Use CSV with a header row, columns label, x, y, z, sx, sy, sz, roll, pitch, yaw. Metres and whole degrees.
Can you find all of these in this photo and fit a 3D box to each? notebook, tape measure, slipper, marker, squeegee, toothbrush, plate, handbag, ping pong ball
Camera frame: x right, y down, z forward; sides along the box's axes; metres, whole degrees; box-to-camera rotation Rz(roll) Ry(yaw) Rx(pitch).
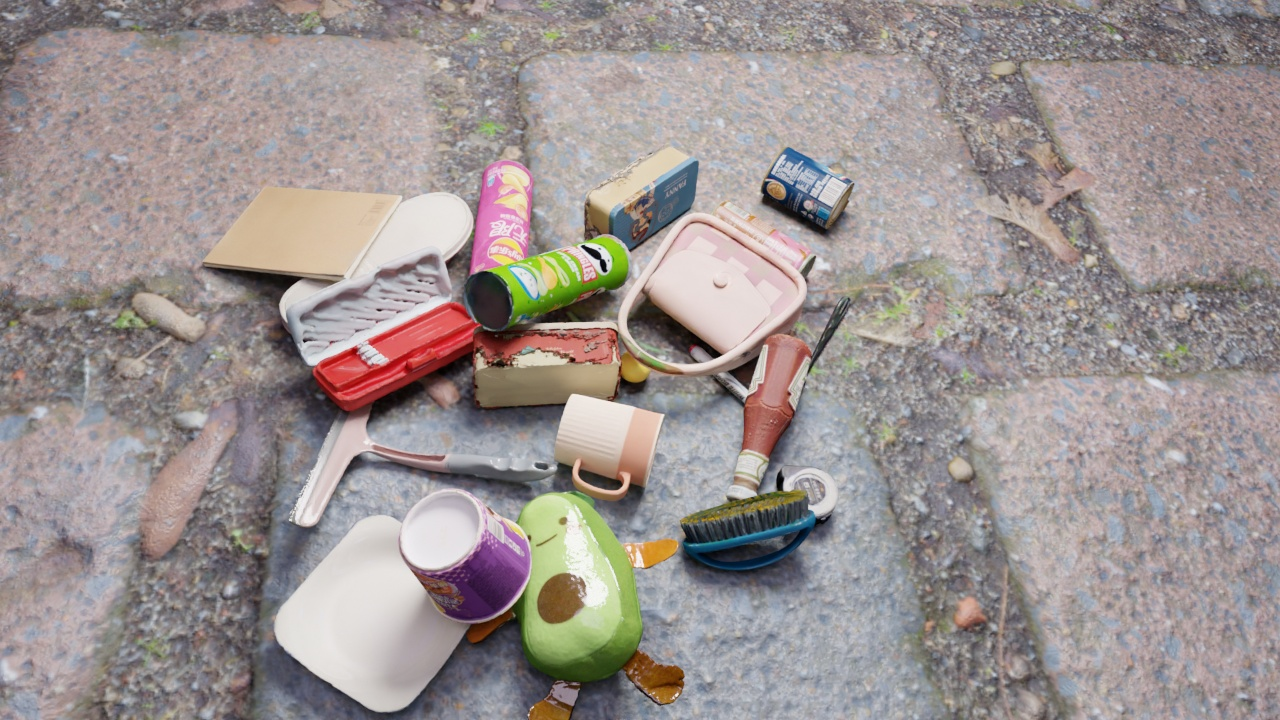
label,x,y,z,sx,sy,sz,roll,pitch,yaw
notebook,-0.418,-0.162,1.140,0.212,0.012,0.149,7,52,19
tape measure,0.187,0.153,1.030,0.066,0.034,0.065,5,57,-2
slipper,-0.317,-0.113,1.130,0.114,0.055,0.273,37,63,19
marker,0.113,0.031,1.115,0.017,0.017,0.145,-35,67,-28
squeegee,-0.215,0.107,1.000,0.249,0.040,0.247,9,42,-1
toothbrush,0.233,-0.025,1.173,0.016,0.018,0.180,26,54,14
plate,-0.252,0.249,0.901,0.163,0.034,0.163,30,56,13
handbag,0.071,-0.062,1.124,0.193,0.094,0.233,37,57,19
ping pong ball,-0.007,0.006,1.100,0.040,0.040,0.040,4,55,-6

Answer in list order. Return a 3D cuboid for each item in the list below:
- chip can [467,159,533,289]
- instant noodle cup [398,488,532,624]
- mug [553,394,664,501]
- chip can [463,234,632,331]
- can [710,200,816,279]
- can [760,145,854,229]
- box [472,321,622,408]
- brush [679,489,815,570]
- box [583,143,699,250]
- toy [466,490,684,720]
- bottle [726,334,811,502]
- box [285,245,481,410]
label,x,y,z,sx,sy,sz,roll,pitch,yaw
chip can,-0.176,-0.161,1.166,0.071,0.072,0.210,3,51,-6
instant noodle cup,-0.170,0.178,0.862,0.112,0.099,0.111,-9,55,12
mug,-0.038,0.099,1.006,0.106,0.082,0.114,14,53,4
chip can,-0.103,-0.094,1.082,0.072,0.072,0.235,39,33,18
can,0.158,-0.155,1.226,0.147,0.058,0.057,35,58,16
can,0.235,-0.242,1.287,0.111,0.075,0.075,32,57,14
box,-0.107,0.011,1.052,0.168,0.091,0.076,-3,53,-10
brush,0.116,0.185,0.976,0.144,0.055,0.073,-13,95,2
box,0.005,-0.218,1.229,0.183,0.090,0.060,-38,61,-27
toy,-0.064,0.233,0.901,0.227,0.090,0.246,-21,57,-4
bottle,0.144,0.069,1.053,0.060,0.060,0.205,19,69,5
box,-0.284,-0.043,1.045,0.200,0.098,0.119,-31,53,-34
